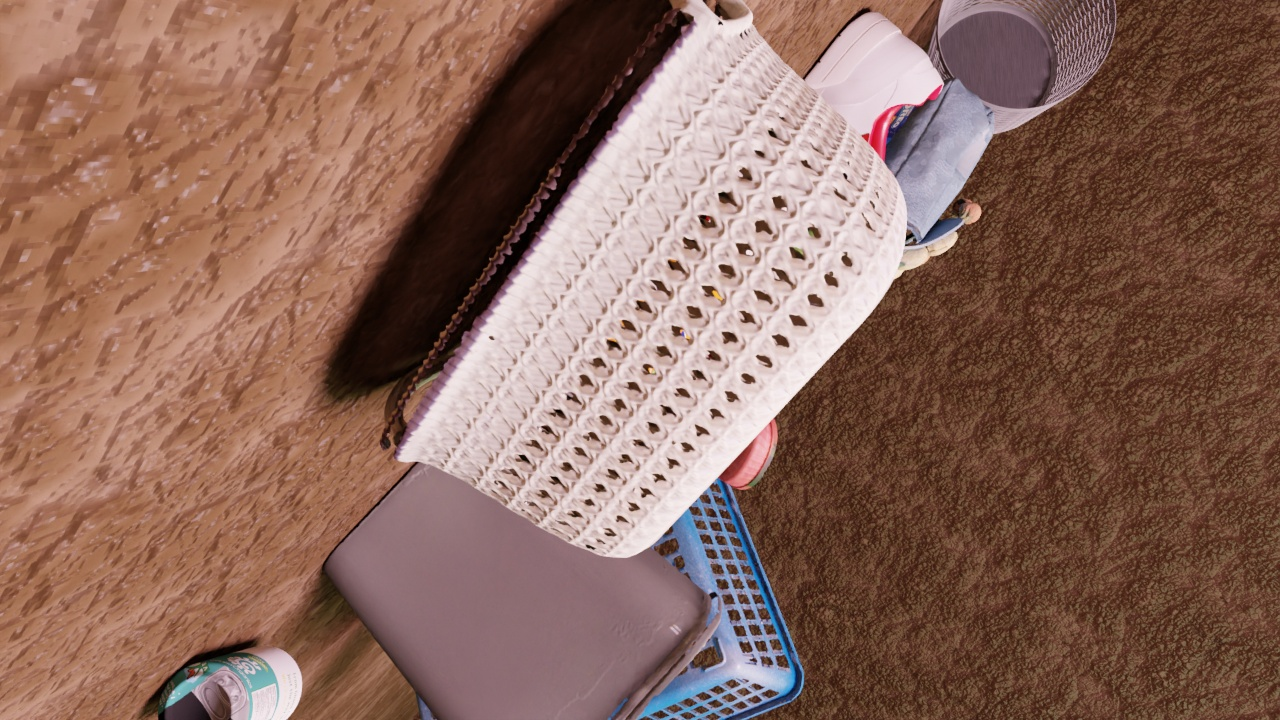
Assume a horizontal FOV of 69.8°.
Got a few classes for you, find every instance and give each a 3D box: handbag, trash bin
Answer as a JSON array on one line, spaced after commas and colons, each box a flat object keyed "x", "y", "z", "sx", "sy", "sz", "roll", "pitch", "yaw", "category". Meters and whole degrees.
[{"x": 0.268, "y": -0.161, "z": 0.874, "sx": 0.191, "sy": 0.118, "sz": 0.122, "roll": -53, "pitch": -179, "yaw": -11, "category": "handbag"}, {"x": 0.374, "y": -0.319, "z": 0.942, "sx": 0.156, "sy": 0.156, "sz": 0.183, "roll": -48, "pitch": 175, "yaw": 10, "category": "trash bin"}, {"x": -0.087, "y": 0.174, "z": 0.675, "sx": 0.197, "sy": 0.220, "sz": 0.197, "roll": -47, "pitch": 172, "yaw": -3, "category": "trash bin"}]

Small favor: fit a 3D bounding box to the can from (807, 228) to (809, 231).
[{"x": 0.176, "y": -0.182, "z": 0.919, "sx": 0.053, "sy": 0.054, "sz": 0.138, "roll": -39, "pitch": 168, "yaw": -47, "category": "can"}]

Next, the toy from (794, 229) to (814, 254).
[{"x": 0.210, "y": -0.172, "z": 1.019, "sx": 0.239, "sy": 0.087, "sz": 0.189, "roll": -55, "pitch": -179, "yaw": 38, "category": "toy"}]

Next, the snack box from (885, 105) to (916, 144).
[{"x": 0.177, "y": -0.193, "z": 0.828, "sx": 0.082, "sy": 0.027, "sz": 0.151, "roll": 1, "pitch": 143, "yaw": -33, "category": "snack box"}]

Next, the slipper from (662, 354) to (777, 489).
[{"x": 0.040, "y": 0.027, "z": 0.847, "sx": 0.104, "sy": 0.059, "sz": 0.249, "roll": -65, "pitch": -148, "yaw": 14, "category": "slipper"}]

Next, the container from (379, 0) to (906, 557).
[{"x": 0.002, "y": -0.032, "z": 0.417, "sx": 0.252, "sy": 0.143, "sz": 0.184, "roll": -51, "pitch": -175, "yaw": 27, "category": "container"}]

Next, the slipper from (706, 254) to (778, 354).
[{"x": 0.088, "y": -0.065, "z": 0.862, "sx": 0.054, "sy": 0.114, "sz": 0.271, "roll": -27, "pitch": 180, "yaw": 29, "category": "slipper"}]

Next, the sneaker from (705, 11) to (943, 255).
[{"x": 0.146, "y": -0.149, "z": 0.738, "sx": 0.237, "sy": 0.104, "sz": 0.090, "roll": -51, "pitch": 171, "yaw": 29, "category": "sneaker"}]

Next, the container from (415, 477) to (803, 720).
[{"x": -0.064, "y": 0.246, "z": 0.850, "sx": 0.363, "sy": 0.257, "sz": 0.089, "roll": -28, "pitch": 151, "yaw": 14, "category": "container"}]

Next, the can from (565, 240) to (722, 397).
[{"x": -0.009, "y": -0.026, "z": 0.615, "sx": 0.142, "sy": 0.079, "sz": 0.079, "roll": -39, "pitch": 169, "yaw": -47, "category": "can"}]

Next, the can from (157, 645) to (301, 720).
[{"x": -0.255, "y": 0.213, "z": 0.580, "sx": 0.055, "sy": 0.055, "sz": 0.102, "roll": -46, "pitch": 172, "yaw": -7, "category": "can"}]
